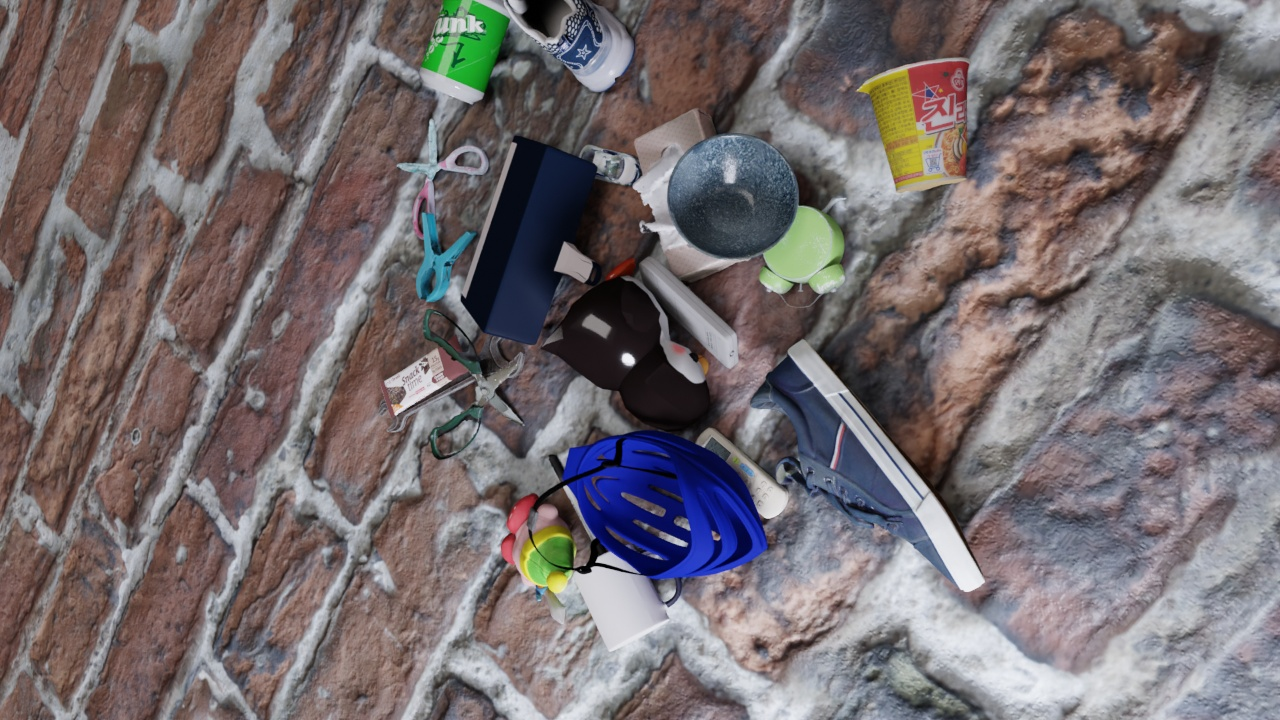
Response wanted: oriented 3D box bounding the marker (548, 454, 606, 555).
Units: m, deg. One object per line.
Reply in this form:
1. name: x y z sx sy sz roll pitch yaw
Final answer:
1. marker: -0.078 0.181 1.140 0.011 0.011 0.152 -38 70 24

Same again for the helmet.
1. helmet: -0.002 0.163 0.971 0.242 0.227 0.148 24 110 29

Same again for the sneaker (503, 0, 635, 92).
1. sneaker: -0.123 -0.448 1.118 0.103 0.132 0.269 -44 67 24

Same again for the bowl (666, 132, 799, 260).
1. bowl: 0.097 -0.167 0.977 0.137 0.057 0.137 0 82 3

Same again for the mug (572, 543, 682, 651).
1. mug: -0.008 0.267 1.065 0.112 0.079 0.097 -28 73 -2

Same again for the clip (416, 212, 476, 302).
1. clip: -0.283 -0.138 1.258 0.097 0.026 0.116 26 105 21

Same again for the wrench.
1. wrench: -0.264 0.033 1.257 0.274 0.010 0.070 -26 75 28

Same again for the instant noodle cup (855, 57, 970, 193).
1. instant noodle cup: 0.279 -0.227 0.898 0.101 0.100 0.112 -8 92 30

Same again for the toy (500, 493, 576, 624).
1. toy: -0.120 0.243 1.113 0.131 0.096 0.124 28 105 31

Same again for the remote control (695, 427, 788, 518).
1. remote control: 0.111 0.125 1.025 0.125 0.018 0.038 41 108 26

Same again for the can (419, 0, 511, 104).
1. can: -0.230 -0.417 1.207 0.088 0.087 0.140 28 103 28

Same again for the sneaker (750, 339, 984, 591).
1. sneaker: 0.211 0.123 0.917 0.127 0.120 0.294 -43 65 9

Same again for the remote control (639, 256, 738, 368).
1. remote control: 0.055 -0.058 1.036 0.019 0.074 0.151 -40 65 -12

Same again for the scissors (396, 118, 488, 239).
1. scissors: -0.277 -0.255 1.274 0.177 0.013 0.170 -2 85 32

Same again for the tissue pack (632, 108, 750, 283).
1. tissue pack: 0.051 -0.185 1.047 0.104 0.071 0.181 -19 82 28

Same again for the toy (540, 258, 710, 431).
1. toy: -0.006 0.006 1.031 0.184 0.139 0.159 47 153 12

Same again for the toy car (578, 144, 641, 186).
1. toy car: -0.040 -0.239 1.122 0.090 0.027 0.039 20 96 30

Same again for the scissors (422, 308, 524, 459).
1. scissors: -0.244 0.043 1.224 0.201 0.015 0.206 43 115 11

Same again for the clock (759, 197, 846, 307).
1. clock: 0.173 -0.116 0.982 0.094 0.042 0.119 1 89 32

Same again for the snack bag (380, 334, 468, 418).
1. snack bag: -0.301 0.023 1.265 0.158 0.013 0.057 -28 73 27

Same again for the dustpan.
1. dustpan: -0.126 -0.141 1.130 0.273 0.080 0.236 40 112 63
